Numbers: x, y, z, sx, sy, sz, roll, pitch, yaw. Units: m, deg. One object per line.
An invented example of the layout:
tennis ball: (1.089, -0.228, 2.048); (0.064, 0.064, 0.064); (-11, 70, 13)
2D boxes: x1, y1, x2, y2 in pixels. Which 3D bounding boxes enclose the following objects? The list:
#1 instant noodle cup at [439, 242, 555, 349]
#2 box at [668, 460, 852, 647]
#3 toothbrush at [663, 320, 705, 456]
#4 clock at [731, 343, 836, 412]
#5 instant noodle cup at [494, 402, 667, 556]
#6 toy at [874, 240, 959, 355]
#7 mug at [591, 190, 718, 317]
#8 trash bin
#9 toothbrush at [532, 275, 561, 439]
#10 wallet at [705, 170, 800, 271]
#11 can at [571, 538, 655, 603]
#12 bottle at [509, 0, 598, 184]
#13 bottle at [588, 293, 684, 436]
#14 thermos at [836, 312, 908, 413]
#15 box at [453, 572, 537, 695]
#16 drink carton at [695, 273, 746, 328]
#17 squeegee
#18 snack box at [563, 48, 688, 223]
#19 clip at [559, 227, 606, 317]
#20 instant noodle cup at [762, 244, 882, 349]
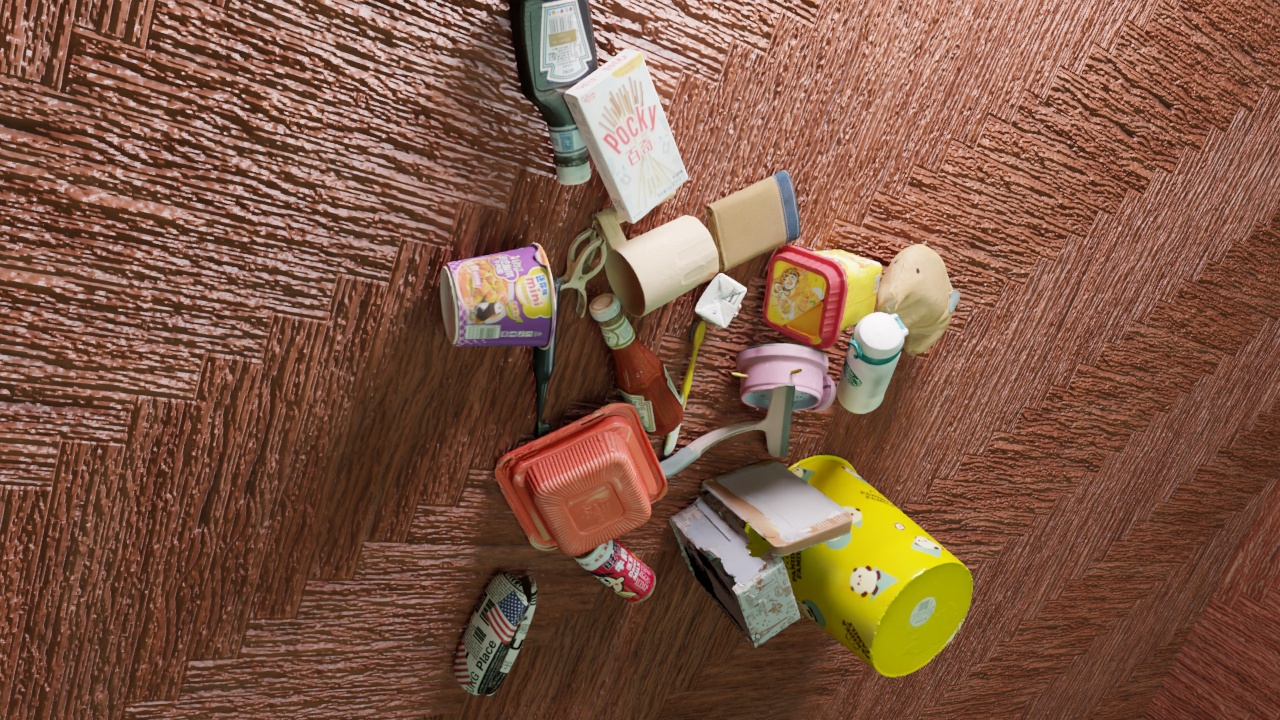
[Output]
instant noodle cup: (-0.148, -0.061, 0.933); (0.099, 0.111, 0.112); (-6, 116, -20)
box: (0.168, 0.237, 1.236); (0.192, 0.183, 0.156); (-29, 126, -15)
toothbrush: (0.053, 0.037, 1.166); (0.016, 0.018, 0.192); (-2, 117, -35)
clock: (0.188, 0.030, 1.182); (0.158, 0.117, 0.059); (31, 58, -56)
instant noodle cup: (-0.064, 0.154, 1.090); (0.189, 0.079, 0.164); (-25, 124, -1)
toy: (0.361, -0.090, 1.232); (0.225, 0.083, 0.143); (18, 81, -55)
mug: (0.016, -0.125, 1.027); (0.103, 0.084, 0.124); (-28, 99, -21)
trash bin: (0.308, 0.294, 1.303); (0.229, 0.255, 0.230); (-14, 120, -26)
toothbrush: (-0.107, 0.004, 1.025); (0.027, 0.026, 0.213); (-8, 126, -21)
wallet: (0.137, -0.167, 1.107); (0.115, 0.033, 0.090); (-27, 122, -18)
can: (-0.036, 0.266, 1.196); (0.053, 0.053, 0.133); (-46, 129, -5)
bottle: (-0.079, -0.272, 0.907); (0.079, 0.044, 0.195); (-21, 124, -23)
bottle: (-0.006, 0.006, 1.077); (0.059, 0.060, 0.206); (-37, 131, -12)
thermos: (0.299, 0.006, 1.206); (0.073, 0.073, 0.224); (-41, 160, -9)
box: (-0.184, 0.338, 1.130); (0.081, 0.075, 0.164); (21, 103, -29)
drink carton: (0.095, -0.067, 1.073); (0.045, 0.122, 0.053); (32, 93, 3)
squeegee: (0.078, 0.121, 1.194); (0.249, 0.040, 0.248); (-25, 155, -6)
snack box: (-0.011, -0.226, 0.938); (0.084, 0.027, 0.157); (-41, 133, -16)
clip: (-0.066, -0.096, 1.010); (0.061, 0.034, 0.097); (14, 110, -38)
instant noodle cup: (0.235, -0.088, 1.165); (0.123, 0.116, 0.116); (-17, 123, -39)
